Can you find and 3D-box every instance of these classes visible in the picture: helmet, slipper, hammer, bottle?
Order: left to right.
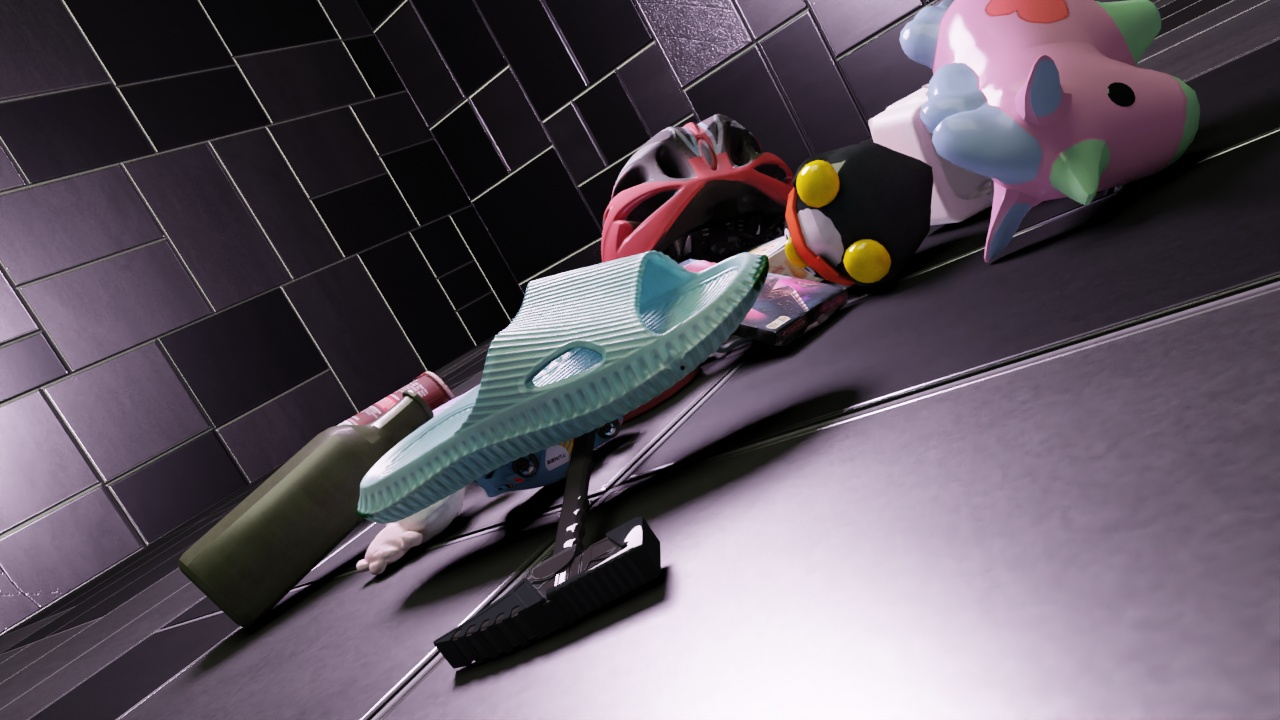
[{"bbox_3d":[-0.241,0.101,0.693,0.206,0.071,0.072,-47,15,-27],"label":"bottle"},{"bbox_3d":[-0.058,0.005,0.500,0.277,0.069,0.115,-29,19,19],"label":"slipper"},{"bbox_3d":[-0.035,0.043,0.490,0.095,0.015,0.324,-30,16,10],"label":"hammer"},{"bbox_3d":[0.060,-0.145,0.977,0.217,0.167,0.272,-15,-14,-8],"label":"helmet"}]

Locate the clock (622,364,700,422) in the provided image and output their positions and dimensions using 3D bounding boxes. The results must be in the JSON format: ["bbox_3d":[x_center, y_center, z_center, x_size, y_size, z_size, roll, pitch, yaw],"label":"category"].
[{"bbox_3d":[-0.004,0.004,0.682,0.096,0.048,0.137,-26,10,23],"label":"clock"}]

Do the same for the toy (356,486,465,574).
[{"bbox_3d":[-0.145,0.096,0.623,0.076,0.037,0.125,-17,34,42],"label":"toy"}]

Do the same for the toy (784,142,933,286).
[{"bbox_3d":[0.146,-0.098,0.647,0.099,0.097,0.119,-32,-1,-20],"label":"toy"}]

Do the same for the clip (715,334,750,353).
[{"bbox_3d":[0.082,-0.030,0.671,0.076,0.023,0.047,-26,25,22],"label":"clip"}]

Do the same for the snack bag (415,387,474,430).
[{"bbox_3d":[-0.122,0.050,0.771,0.096,0.058,0.206,-31,8,-24],"label":"snack bag"}]

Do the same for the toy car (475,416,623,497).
[{"bbox_3d":[-0.054,0.060,0.579,0.107,0.027,0.060,-23,3,-31],"label":"toy car"}]

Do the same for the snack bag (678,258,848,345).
[{"bbox_3d":[0.062,-0.043,0.642,0.074,0.018,0.155,-30,30,-33],"label":"snack bag"}]

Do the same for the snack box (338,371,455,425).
[{"bbox_3d":[-0.242,0.070,0.901,0.121,0.072,0.072,-34,9,-29],"label":"snack box"}]

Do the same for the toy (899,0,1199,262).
[{"bbox_3d":[0.222,-0.165,0.546,0.170,0.120,0.222,-23,46,-20],"label":"toy"}]

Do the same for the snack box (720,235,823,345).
[{"bbox_3d":[0.083,-0.058,0.788,0.144,0.042,0.145,-33,8,-23],"label":"snack box"}]

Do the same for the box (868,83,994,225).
[{"bbox_3d":[0.250,-0.161,0.647,0.109,0.103,0.130,-31,16,-17],"label":"box"}]
